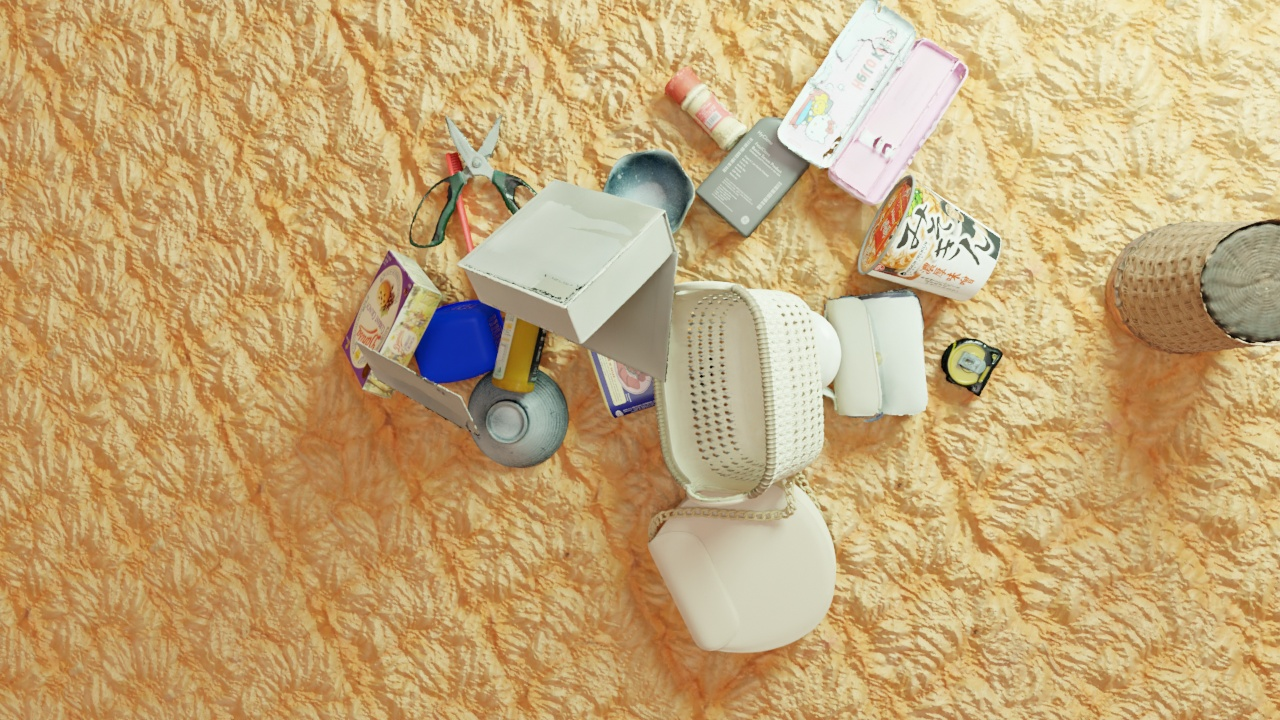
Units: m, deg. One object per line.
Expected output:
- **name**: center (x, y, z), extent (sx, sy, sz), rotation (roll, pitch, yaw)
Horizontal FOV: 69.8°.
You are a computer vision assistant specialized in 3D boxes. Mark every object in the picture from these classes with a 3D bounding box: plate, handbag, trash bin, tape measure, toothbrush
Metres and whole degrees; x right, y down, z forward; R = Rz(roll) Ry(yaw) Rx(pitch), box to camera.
- **plate**: center (0.185, -0.009, 1.093), extent (0.104, 0.026, 0.104), rotation (8, 103, 37)
- **handbag**: center (0.248, -0.004, 1.095), extent (0.176, 0.074, 0.151), rotation (-4, 95, 19)
- **trash bin**: center (0.606, -0.074, 0.964), extent (0.151, 0.210, 0.151), rotation (1, 96, 8)
- **tape measure**: center (0.391, 0.004, 1.091), extent (0.061, 0.034, 0.062), rotation (25, 97, 7)
- **toothbrush**: center (-0.217, -0.163, 1.178), extent (0.018, 0.012, 0.212), rotation (-12, 93, 6)
- **handbag**: center (0.129, 0.245, 1.119), extent (0.209, 0.103, 0.210), rotation (-27, 89, 14)

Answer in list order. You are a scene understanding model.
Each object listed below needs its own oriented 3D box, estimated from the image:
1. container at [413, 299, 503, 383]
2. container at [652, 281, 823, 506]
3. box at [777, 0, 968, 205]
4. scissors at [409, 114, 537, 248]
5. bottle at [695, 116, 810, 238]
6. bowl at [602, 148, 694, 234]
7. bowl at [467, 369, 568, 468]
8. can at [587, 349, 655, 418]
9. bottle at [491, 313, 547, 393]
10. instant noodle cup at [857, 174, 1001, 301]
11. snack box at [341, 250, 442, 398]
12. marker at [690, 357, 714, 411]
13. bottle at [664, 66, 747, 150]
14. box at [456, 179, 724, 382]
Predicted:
- **container**: center (-0.231, -0.021, 1.162), extent (0.114, 0.058, 0.096), rotation (-12, 102, 12)
- **container**: center (0.112, 0.030, 1.046), extent (0.185, 0.142, 0.246), rotation (0, 97, 50)
- **box**: center (0.268, -0.296, 1.062), extent (0.152, 0.038, 0.201), rotation (35, 87, 3)
- **scissors**: center (-0.217, -0.204, 1.162), extent (0.203, 0.015, 0.201), rotation (-35, 93, 5)
- **bottle**: center (0.154, -0.239, 1.098), extent (0.084, 0.046, 0.174), rotation (42, 99, 3)
- **bowl**: center (0.012, -0.199, 1.119), extent (0.110, 0.055, 0.110), rotation (1, 95, 8)
- **bowl**: center (-0.164, 0.075, 1.169), extent (0.137, 0.057, 0.137), rotation (1, 95, 8)
- **can**: center (-0.007, 0.007, 1.140), extent (0.092, 0.056, 0.116), rotation (-18, 92, 11)
- **bottle**: center (-0.137, -0.056, 1.122), extent (0.053, 0.053, 0.186), rotation (14, 97, 7)
- **instant noodle cup**: center (0.334, -0.131, 1.052), extent (0.122, 0.123, 0.124), rotation (24, 98, -4)
- **snack box**: center (-0.312, -0.047, 1.142), extent (0.040, 0.143, 0.148), rotation (23, 100, -34)
- **marker**: center (0.065, 0.053, 1.151), extent (0.016, 0.022, 0.139), rotation (25, 97, 1)
- **bottle**: center (0.079, -0.302, 1.106), extent (0.044, 0.044, 0.109), rotation (-44, 88, 9)
- **box**: center (-0.008, -0.054, 1.095), extent (0.167, 0.422, 0.173), rotation (24, 82, 35)
